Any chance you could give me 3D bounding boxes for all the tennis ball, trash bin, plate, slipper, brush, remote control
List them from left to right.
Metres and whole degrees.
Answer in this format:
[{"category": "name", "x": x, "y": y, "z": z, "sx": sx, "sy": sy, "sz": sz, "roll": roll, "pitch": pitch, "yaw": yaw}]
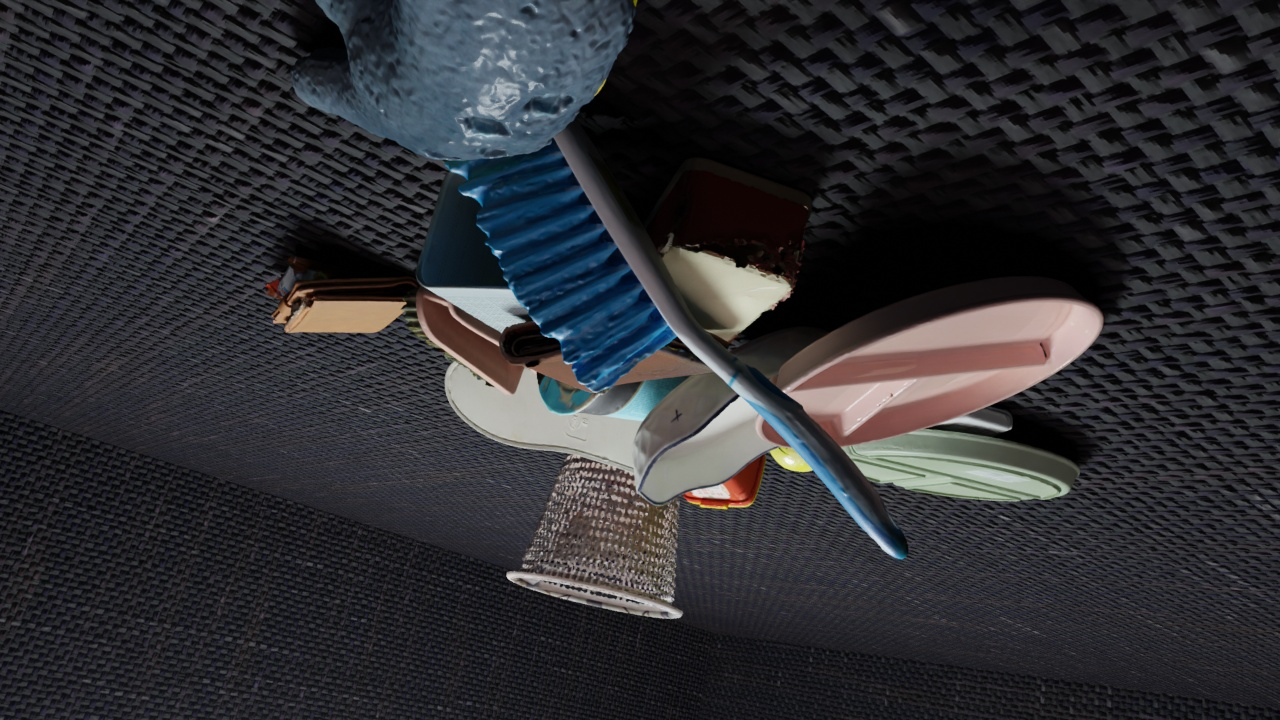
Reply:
[{"category": "brush", "x": -0.143, "y": -0.026, "z": 0.805, "sx": 0.073, "sy": 0.063, "sz": 0.145, "roll": 5, "pitch": 157, "yaw": 32}, {"category": "slipper", "x": -0.070, "y": 0.046, "z": 0.907, "sx": 0.275, "sy": 0.054, "sz": 0.114, "roll": 13, "pitch": 120, "yaw": 20}, {"category": "trash bin", "x": -0.039, "y": 0.214, "z": 1.184, "sx": 0.227, "sy": 0.191, "sz": 0.228, "roll": 12, "pitch": 160, "yaw": 4}, {"category": "brush", "x": 0.014, "y": -0.010, "z": 0.492, "sx": 0.109, "sy": 0.314, "sz": 0.060, "roll": -32, "pitch": 174, "yaw": 12}, {"category": "plate", "x": 0.080, "y": 0.041, "z": 0.721, "sx": 0.204, "sy": 0.045, "sz": 0.205, "roll": -27, "pitch": 158, "yaw": -12}, {"category": "tennis ball", "x": 0.153, "y": 0.073, "z": 0.873, "sx": 0.065, "sy": 0.065, "sz": 0.065, "roll": 12, "pitch": 160, "yaw": 4}, {"category": "plate", "x": 0.185, "y": 0.006, "z": 0.612, "sx": 0.229, "sy": 0.028, "sz": 0.230, "roll": -11, "pitch": 157, "yaw": -5}, {"category": "remote control", "x": 0.251, "y": 0.043, "z": 0.791, "sx": 0.125, "sy": 0.024, "sz": 0.049, "roll": 14, "pitch": 161, "yaw": -5}, {"category": "plate", "x": 0.298, "y": 0.104, "z": 0.887, "sx": 0.230, "sy": 0.027, "sz": 0.230, "roll": 9, "pitch": 167, "yaw": 2}]

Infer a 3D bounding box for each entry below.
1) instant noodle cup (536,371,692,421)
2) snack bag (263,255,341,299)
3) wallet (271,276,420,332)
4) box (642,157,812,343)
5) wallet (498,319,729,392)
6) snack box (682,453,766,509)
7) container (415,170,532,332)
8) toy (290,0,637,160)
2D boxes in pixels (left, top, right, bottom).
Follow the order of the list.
[{"category": "instant noodle cup", "x": -0.004, "y": 0.004, "z": 0.743, "sx": 0.120, "sy": 0.111, "sz": 0.111, "roll": 19, "pitch": 161, "yaw": -37}, {"category": "snack bag", "x": -0.309, "y": -0.073, "z": 0.837, "sx": 0.048, "sy": 0.026, "sz": 0.104, "roll": 15, "pitch": 162, "yaw": -32}, {"category": "wallet", "x": -0.268, "y": -0.048, "z": 0.829, "sx": 0.107, "sy": 0.031, "sz": 0.132, "roll": -3, "pitch": 170, "yaw": -30}, {"category": "box", "x": 0.039, "y": -0.051, "z": 0.598, "sx": 0.091, "sy": 0.076, "sz": 0.169, "roll": 17, "pitch": 160, "yaw": -10}, {"category": "wallet", "x": -0.016, "y": -0.004, "z": 0.598, "sx": 0.125, "sy": 0.032, "sz": 0.101, "roll": -9, "pitch": 162, "yaw": 36}, {"category": "snack box", "x": 0.082, "y": 0.116, "z": 1.019, "sx": 0.091, "sy": 0.081, "sz": 0.080, "roll": -1, "pitch": 146, "yaw": 34}, {"category": "container", "x": -0.074, "y": -0.066, "z": 0.616, "sx": 0.090, "sy": 0.089, "sz": 0.111, "roll": 4, "pitch": 160, "yaw": 26}, {"category": "toy", "x": -0.073, "y": -0.157, "z": 0.387, "sx": 0.138, "sy": 0.091, "sz": 0.357, "roll": 48, "pitch": 150, "yaw": -10}]
